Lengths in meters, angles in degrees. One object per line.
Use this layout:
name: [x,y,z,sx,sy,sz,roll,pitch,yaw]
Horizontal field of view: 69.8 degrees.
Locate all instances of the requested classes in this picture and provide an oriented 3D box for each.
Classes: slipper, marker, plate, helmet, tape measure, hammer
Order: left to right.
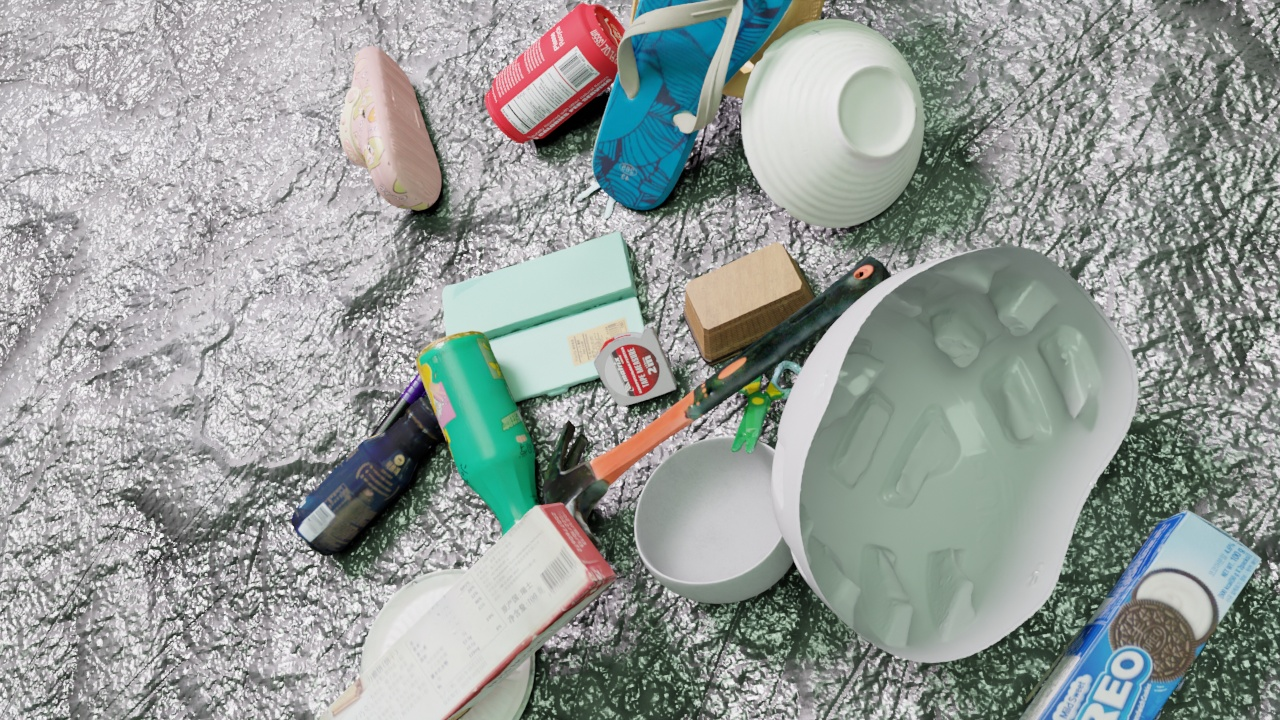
slipper: [-0.269,-0.232,0.937,0.082,0.093,0.197,-25,65,16]
marker: [-0.227,0.051,0.860,0.018,0.015,0.133,33,81,14]
plate: [-0.161,0.255,0.769,0.157,0.014,0.156,-5,70,13]
tape measure: [-0.005,0.005,0.801,0.062,0.020,0.060,-20,105,9]
slipper: [0.030,-0.253,0.783,0.118,0.060,0.296,35,125,7]
hammer: [0.061,0.025,0.740,0.333,0.033,0.133,-36,34,6]
helmet: [0.204,0.065,0.637,0.224,0.184,0.281,32,62,-12]

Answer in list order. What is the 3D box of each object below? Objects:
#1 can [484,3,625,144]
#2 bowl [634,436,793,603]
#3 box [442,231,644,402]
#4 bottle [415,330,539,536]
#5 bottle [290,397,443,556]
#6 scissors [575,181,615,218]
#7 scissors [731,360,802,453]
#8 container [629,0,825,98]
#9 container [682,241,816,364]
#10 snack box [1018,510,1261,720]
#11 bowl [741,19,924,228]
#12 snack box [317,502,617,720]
can: [-0.079,-0.275,0.886,0.143,0.074,0.074,-30,64,28]
bowl: [0.067,0.130,0.720,0.132,0.064,0.131,-16,46,18]
box: [-0.090,-0.033,0.851,0.187,0.033,0.136,-18,62,8]
bottle: [-0.126,0.079,0.789,0.068,0.068,0.209,-26,76,4]
bottle: [-0.239,0.102,0.822,0.160,0.056,0.056,-45,66,-4]
scissors: [-0.021,-0.202,0.903,0.133,0.015,0.104,-40,70,3]
scissors: [0.102,0.037,0.746,0.070,0.014,0.130,3,35,11]
container: [0.076,-0.345,0.824,0.167,0.184,0.128,29,35,18]
container: [0.092,-0.052,0.789,0.114,0.061,0.063,-24,66,5]
snack box: [0.332,0.210,0.635,0.059,0.059,0.226,38,83,19]
bowl: [0.179,-0.201,0.764,0.177,0.071,0.177,-2,96,-17]
snack box: [-0.137,0.223,0.705,0.273,0.044,0.076,-45,71,15]
